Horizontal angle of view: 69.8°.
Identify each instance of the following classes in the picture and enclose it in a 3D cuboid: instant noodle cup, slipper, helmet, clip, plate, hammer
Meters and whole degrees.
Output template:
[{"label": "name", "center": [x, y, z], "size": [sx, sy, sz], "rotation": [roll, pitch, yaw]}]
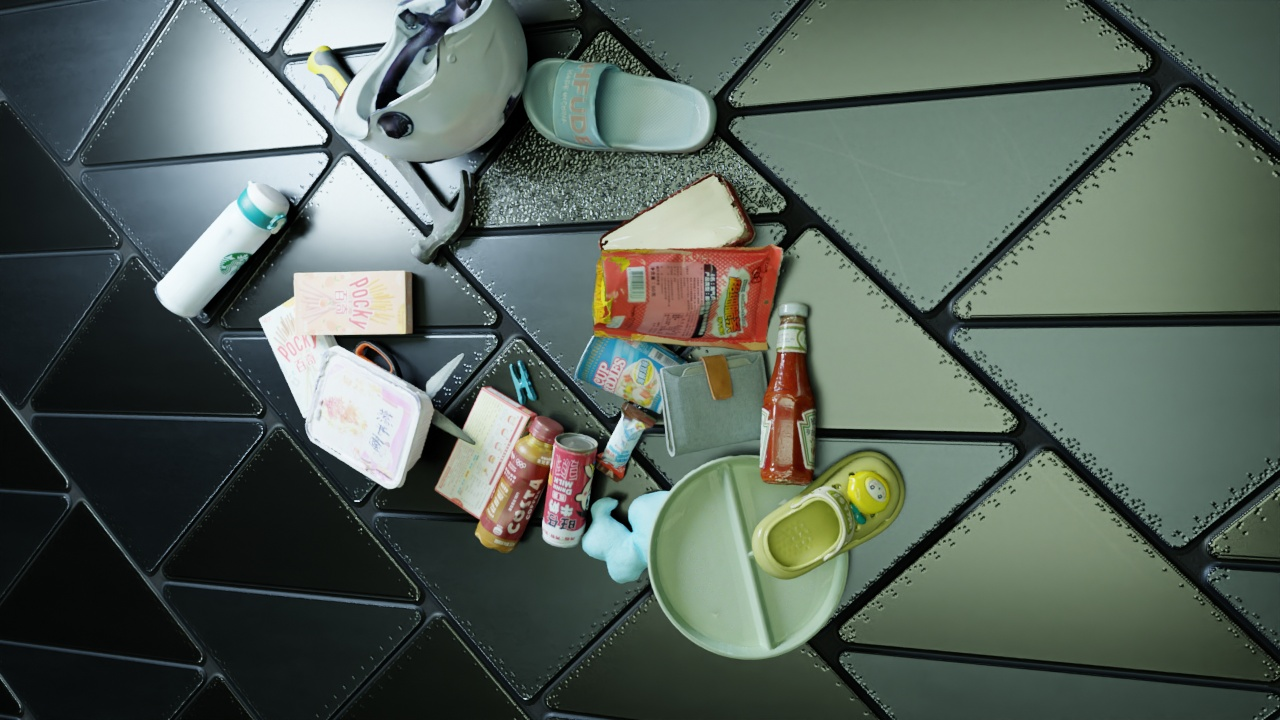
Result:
[{"label": "instant noodle cup", "center": [-0.342, 0.069, 1.185], "size": [0.173, 0.060, 0.138], "rotation": [25, 106, 21]}, {"label": "slipper", "center": [-0.032, -0.298, 1.084], "size": [0.245, 0.074, 0.104], "rotation": [13, 98, 16]}, {"label": "helmet", "center": [-0.233, -0.332, 1.098], "size": [0.259, 0.146, 0.228], "rotation": [-33, 42, 27]}, {"label": "clip", "center": [-0.151, 0.028, 1.173], "size": [0.046, 0.014, 0.057], "rotation": [-21, 88, 20]}, {"label": "slipper", "center": [0.212, 0.174, 1.005], "size": [0.190, 0.081, 0.091], "rotation": [-32, 87, -6]}, {"label": "plate", "center": [0.123, 0.224, 1.057], "size": [0.230, 0.027, 0.230], "rotation": [0, 83, 3]}, {"label": "instant noodle cup", "center": [-0.006, 0.006, 1.087], "size": [0.110, 0.099, 0.099], "rotation": [29, 101, 7]}, {"label": "hammer", "center": [-0.332, -0.288, 1.206], "size": [0.126, 0.031, 0.323], "rotation": [-40, 80, 16]}]

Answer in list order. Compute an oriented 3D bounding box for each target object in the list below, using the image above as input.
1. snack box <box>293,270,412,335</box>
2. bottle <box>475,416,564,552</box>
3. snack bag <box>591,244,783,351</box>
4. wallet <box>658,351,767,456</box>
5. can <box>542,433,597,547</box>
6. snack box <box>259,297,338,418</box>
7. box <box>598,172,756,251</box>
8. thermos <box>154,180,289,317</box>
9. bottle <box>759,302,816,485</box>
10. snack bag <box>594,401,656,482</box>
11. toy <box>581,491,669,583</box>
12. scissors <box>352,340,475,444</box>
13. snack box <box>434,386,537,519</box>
[{"label": "snack box", "center": [-0.382, -0.076, 1.221], "size": [0.157, 0.026, 0.084], "rotation": [-1, 91, 8]}, {"label": "bottle", "center": [-0.149, 0.155, 1.157], "size": [0.057, 0.057, 0.175], "rotation": [29, 101, 15]}, {"label": "snack bag", "center": [0.053, -0.071, 1.032], "size": [0.207, 0.073, 0.129], "rotation": [0, 117, -10]}, {"label": "wallet", "center": [0.088, 0.046, 1.046], "size": [0.129, 0.037, 0.106], "rotation": [-9, 93, -21]}, {"label": "can", "center": [-0.088, 0.160, 1.130], "size": [0.053, 0.053, 0.133], "rotation": [14, 107, 17]}, {"label": "snack box", "center": [-0.457, -0.008, 1.265], "size": [0.085, 0.026, 0.156], "rotation": [-28, 85, 17]}, {"label": "box", "center": [0.041, -0.141, 1.067], "size": [0.169, 0.077, 0.091], "rotation": [-27, 84, 18]}, {"label": "thermos", "center": [-0.576, -0.154, 1.275], "size": [0.224, 0.073, 0.073], "rotation": [-41, 81, 16]}, {"label": "bottle", "center": [0.169, 0.037, 1.036], "size": [0.060, 0.059, 0.206], "rotation": [1, 81, 18]}, {"label": "snack bag", "center": [-0.022, 0.100, 1.119], "size": [0.048, 0.026, 0.104], "rotation": [33, 122, 3]}, {"label": "toy", "center": [0.017, 0.210, 1.109], "size": [0.161, 0.049, 0.156], "rotation": [43, 102, 13]}, {"label": "scissors", "center": [-0.307, 0.056, 1.212], "size": [0.221, 0.021, 0.231], "rotation": [49, 113, 14]}, {"label": "snack box", "center": [-0.201, 0.119, 1.188], "size": [0.077, 0.027, 0.156], "rotation": [30, 102, 15]}]
